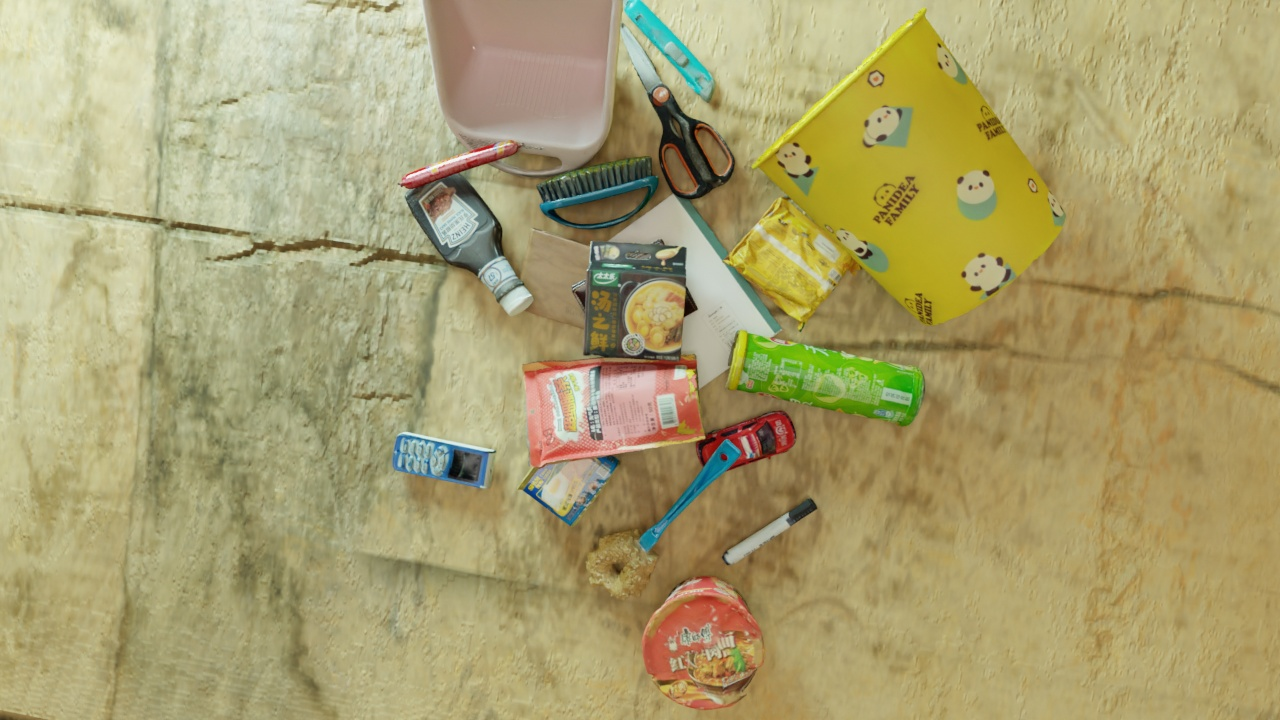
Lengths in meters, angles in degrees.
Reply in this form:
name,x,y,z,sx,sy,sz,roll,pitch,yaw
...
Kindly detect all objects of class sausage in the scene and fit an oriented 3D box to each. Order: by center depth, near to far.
name,x,y,z,sx,sy,sz,roll,pitch,yaw
sausage,-0.209,-0.228,1.064,0.156,0.020,0.020,-18,93,3

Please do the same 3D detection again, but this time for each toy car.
name,x,y,z,sx,sy,sz,roll,pitch,yaw
toy car,0.126,0.099,1.088,0.120,0.045,0.053,-21,94,5

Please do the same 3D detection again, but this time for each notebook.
name,x,y,z,sx,sy,sz,roll,pitch,yaw
notebook,0.048,-0.077,1.096,0.150,0.012,0.209,-36,91,8

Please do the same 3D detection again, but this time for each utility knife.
name,x,y,z,sx,sy,sz,roll,pitch,yaw
utility knife,0.029,-0.371,1.071,0.029,0.013,0.171,-43,90,6

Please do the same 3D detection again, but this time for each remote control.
name,x,y,z,sx,sy,sz,roll,pitch,yaw
remote control,-0.244,0.123,1.138,0.125,0.024,0.049,12,96,6

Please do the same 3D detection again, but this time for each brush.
name,x,y,z,sx,sy,sz,roll,pitch,yaw
brush,-0.048,-0.192,1.075,0.144,0.055,0.073,-13,102,7
brush,0.029,0.189,1.089,0.083,0.045,0.255,44,107,10

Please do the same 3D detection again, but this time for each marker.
name,x,y,z,sx,sy,sz,roll,pitch,yaw
marker,0.155,0.206,1.106,0.131,0.022,0.018,-34,47,7

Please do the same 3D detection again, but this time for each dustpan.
name,x,y,z,sx,sy,sz,roll,pitch,yaw
dustpan,-0.127,-0.328,0.999,0.223,0.274,0.138,8,71,8

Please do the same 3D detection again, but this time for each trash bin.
name,x,y,z,sx,sy,sz,roll,pitch,yaw
trash bin,0.286,-0.191,0.964,0.230,0.229,0.255,-43,95,8

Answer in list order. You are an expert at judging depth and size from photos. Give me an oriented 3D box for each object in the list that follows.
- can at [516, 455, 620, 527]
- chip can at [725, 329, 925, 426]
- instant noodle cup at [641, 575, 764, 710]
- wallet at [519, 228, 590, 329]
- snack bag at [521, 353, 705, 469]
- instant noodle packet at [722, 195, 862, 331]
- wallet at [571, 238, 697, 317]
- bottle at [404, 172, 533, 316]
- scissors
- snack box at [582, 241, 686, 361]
name,x,y,z,sx,sy,sz,roll,pitch,yaw
can,-0.085,0.138,1.108,0.083,0.057,0.102,37,97,0
chip can,0.211,0.021,1.052,0.221,0.072,0.072,12,96,2
instant noodle cup,0.074,0.321,1.080,0.138,0.108,0.138,1,95,6
wallet,-0.089,-0.095,1.097,0.115,0.020,0.101,17,106,7
snack bag,-0.032,0.052,1.063,0.208,0.073,0.128,-7,69,3
instant noodle packet,0.177,-0.113,1.064,0.128,0.044,0.111,41,97,-1
wallet,-0.007,-0.073,1.078,0.122,0.020,0.096,-28,102,6
bottle,-0.197,-0.139,1.090,0.080,0.044,0.195,-38,84,7
scissors,0.017,-0.290,1.072,0.235,0.021,0.125,43,89,0
snack box,-0.006,-0.067,1.048,0.113,0.053,0.126,3,109,1
